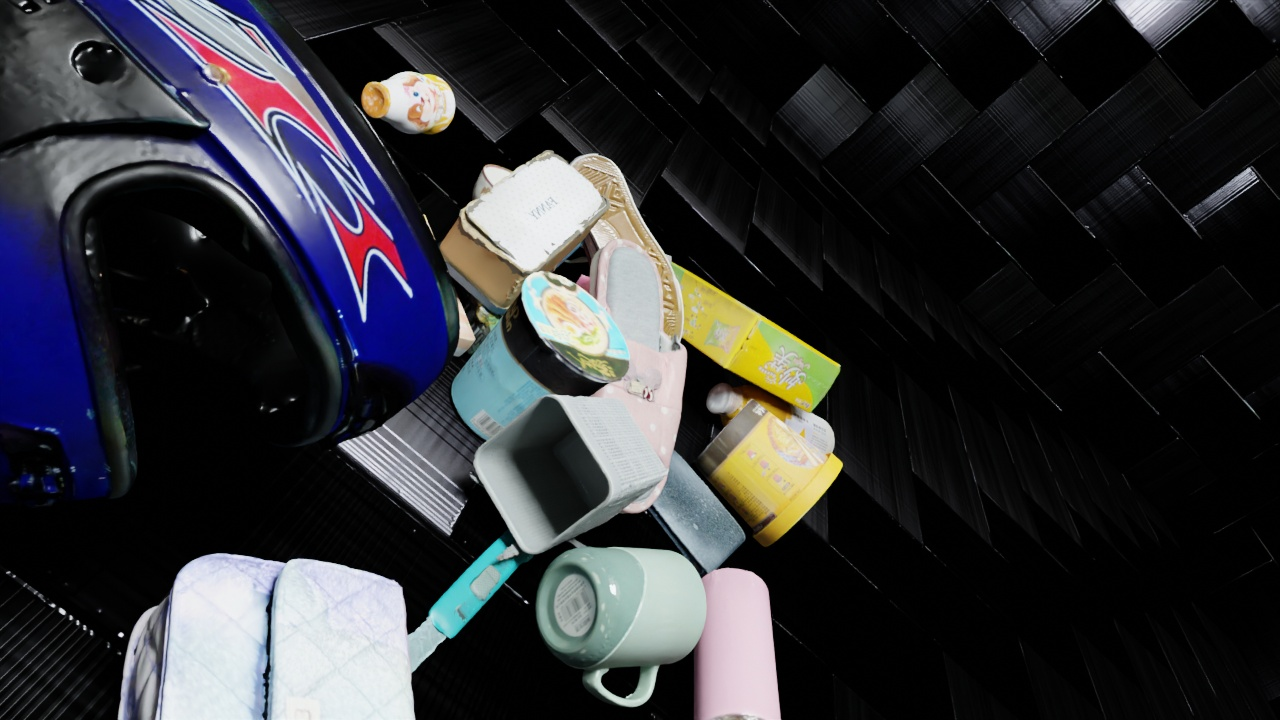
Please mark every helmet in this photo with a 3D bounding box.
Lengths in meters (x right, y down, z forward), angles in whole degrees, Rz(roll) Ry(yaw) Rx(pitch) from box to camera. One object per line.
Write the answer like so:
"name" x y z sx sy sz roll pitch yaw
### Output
"helmet" -0.267 -0.053 0.416 0.315 0.248 0.239 48 54 -3

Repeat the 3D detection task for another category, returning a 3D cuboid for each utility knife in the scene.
"utility knife" -0.111 0.155 0.623 0.029 0.013 0.195 50 25 -1

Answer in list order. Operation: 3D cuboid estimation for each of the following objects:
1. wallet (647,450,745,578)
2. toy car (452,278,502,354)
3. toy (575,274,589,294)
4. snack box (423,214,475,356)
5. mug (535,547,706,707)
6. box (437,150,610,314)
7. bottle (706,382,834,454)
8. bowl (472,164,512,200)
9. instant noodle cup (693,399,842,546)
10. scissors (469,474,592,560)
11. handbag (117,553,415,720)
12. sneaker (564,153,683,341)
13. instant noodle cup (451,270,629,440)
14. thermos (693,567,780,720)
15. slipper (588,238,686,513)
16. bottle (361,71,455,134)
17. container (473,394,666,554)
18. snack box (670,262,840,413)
"wallet" 0.044 0.143 0.881 0.121 0.019 0.097 51 26 10
"toy car" -0.147 -0.046 0.820 0.036 0.043 0.091 13 43 -45
"toy" -0.031 -0.017 0.922 0.194 0.075 0.178 26 39 -44
"snack box" -0.205 -0.076 0.792 0.084 0.026 0.157 14 42 -50
"mug" -0.016 0.191 0.659 0.106 0.082 0.111 16 71 -48
"box" -0.105 -0.117 0.828 0.090 0.064 0.183 43 42 -1
"bottle" 0.154 0.075 1.089 0.189 0.068 0.068 26 33 -38
"bowl" -0.129 -0.145 0.955 0.113 0.062 0.113 32 20 -13
"instant noodle cup" 0.126 0.111 0.950 0.114 0.119 0.118 42 25 7
"scissors" -0.064 0.128 0.721 0.181 0.014 0.159 44 21 -21
"handbag" -0.164 0.188 0.423 0.134 0.076 0.193 25 35 -40
"sneaker" -0.023 -0.112 1.028 0.088 0.118 0.241 -166 -127 -80
"instant noodle cup" -0.088 0.006 0.747 0.111 0.121 0.111 36 30 -24
"thermos" 0.077 0.263 0.716 0.198 0.067 0.087 -88 159 -57
"slipper" -0.005 0.005 0.832 0.114 0.055 0.273 25 54 -36
"bottle" -0.244 -0.270 0.963 0.063 0.063 0.108 51 26 6
"container" -0.047 0.081 0.698 0.090 0.090 0.114 57 21 14
"snack box" 0.112 -0.032 1.087 0.157 0.070 0.210 26 8 -38
